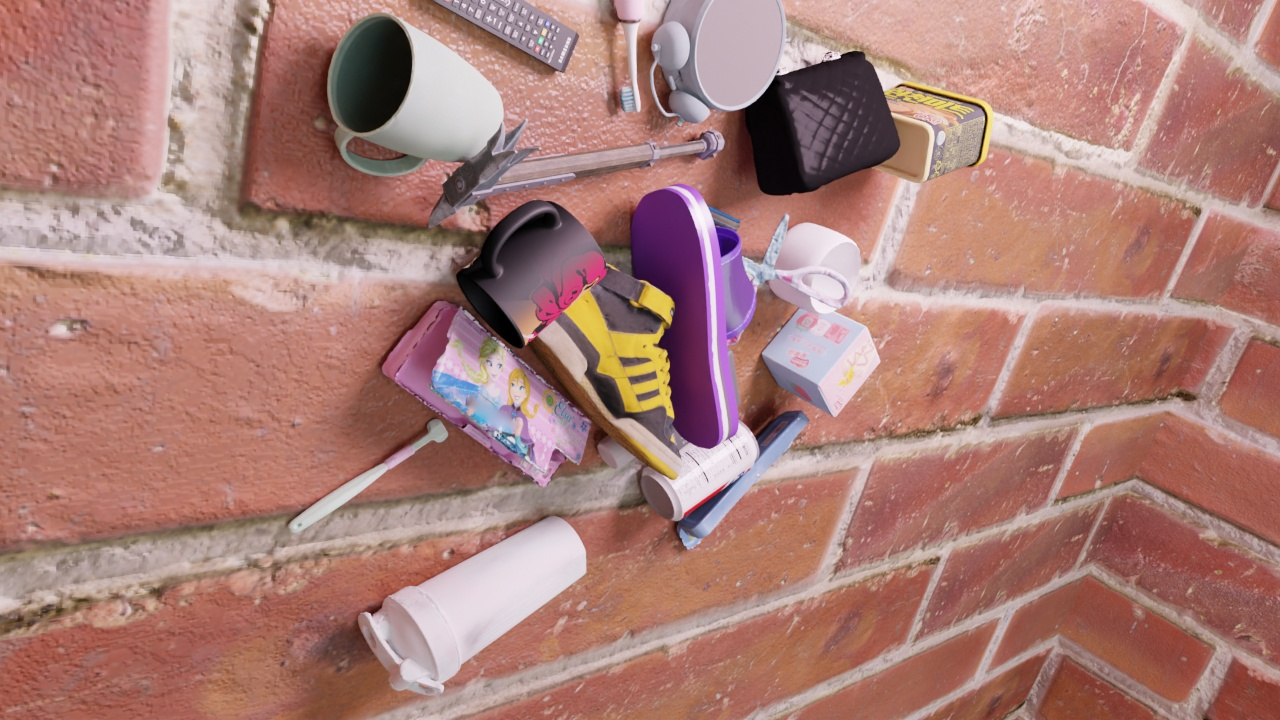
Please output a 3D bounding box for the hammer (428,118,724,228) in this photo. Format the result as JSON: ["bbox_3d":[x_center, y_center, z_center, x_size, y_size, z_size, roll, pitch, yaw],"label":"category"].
[{"bbox_3d":[-0.033,-0.168,0.782,0.315,0.147,0.028,-21,86,-45],"label":"hammer"}]

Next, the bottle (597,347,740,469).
[{"bbox_3d":[0.029,0.056,0.998,0.173,0.046,0.084,-35,134,-24],"label":"bottle"}]

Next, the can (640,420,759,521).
[{"bbox_3d":[0.069,0.124,1.060,0.131,0.070,0.070,-31,132,-28],"label":"can"}]

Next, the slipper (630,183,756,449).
[{"bbox_3d":[0.066,-0.049,0.903,0.083,0.107,0.267,-25,116,-32],"label":"slipper"}]

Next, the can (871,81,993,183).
[{"bbox_3d":[0.298,-0.251,1.008,0.100,0.131,0.073,-23,128,-30],"label":"can"}]

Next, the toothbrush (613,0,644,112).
[{"bbox_3d":[-0.011,-0.311,0.747,0.026,0.027,0.223,-5,123,-4],"label":"toothbrush"}]

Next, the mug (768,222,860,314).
[{"bbox_3d":[0.204,-0.106,1.051,0.115,0.068,0.094,-8,119,-41],"label":"mug"}]

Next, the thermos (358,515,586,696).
[{"bbox_3d":[-0.154,0.234,0.896,0.219,0.099,0.099,-26,130,-37],"label":"thermos"}]

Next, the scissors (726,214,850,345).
[{"bbox_3d":[0.143,-0.080,0.989,0.177,0.013,0.171,13,124,-7],"label":"scissors"}]

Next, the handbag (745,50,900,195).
[{"bbox_3d":[0.171,-0.243,0.942,0.153,0.115,0.125,-24,106,-28],"label":"handbag"}]

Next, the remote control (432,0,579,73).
[{"bbox_3d":[-0.102,-0.261,0.697,0.146,0.015,0.033,14,104,-48],"label":"remote control"}]

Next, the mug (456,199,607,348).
[{"bbox_3d":[-0.093,-0.081,0.758,0.098,0.082,0.118,-43,155,-17],"label":"mug"}]

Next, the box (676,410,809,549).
[{"bbox_3d":[0.124,0.146,1.147,0.209,0.043,0.125,-44,169,-16],"label":"box"}]

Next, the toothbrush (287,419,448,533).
[{"bbox_3d":[-0.235,0.100,0.793,0.154,0.015,0.022,-35,104,-23],"label":"toothbrush"}]

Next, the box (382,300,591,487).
[{"bbox_3d":[-0.120,0.042,0.826,0.084,0.071,0.230,-51,138,-7],"label":"box"}]

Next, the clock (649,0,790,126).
[{"bbox_3d":[0.068,-0.282,0.829,0.159,0.045,0.123,-43,136,-19],"label":"clock"}]

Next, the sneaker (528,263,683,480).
[{"bbox_3d":[-0.005,0.005,0.883,0.122,0.086,0.238,-47,124,-11],"label":"sneaker"}]

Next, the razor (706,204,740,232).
[{"bbox_3d":[0.053,-0.089,0.954,0.042,0.022,0.144,24,103,-11],"label":"razor"}]

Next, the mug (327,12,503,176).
[{"bbox_3d":[-0.164,-0.175,0.652,0.111,0.084,0.104,-39,157,21],"label":"mug"}]

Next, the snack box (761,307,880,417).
[{"bbox_3d":[0.219,-0.003,1.110,0.094,0.093,0.079,-49,138,-11],"label":"snack box"}]
